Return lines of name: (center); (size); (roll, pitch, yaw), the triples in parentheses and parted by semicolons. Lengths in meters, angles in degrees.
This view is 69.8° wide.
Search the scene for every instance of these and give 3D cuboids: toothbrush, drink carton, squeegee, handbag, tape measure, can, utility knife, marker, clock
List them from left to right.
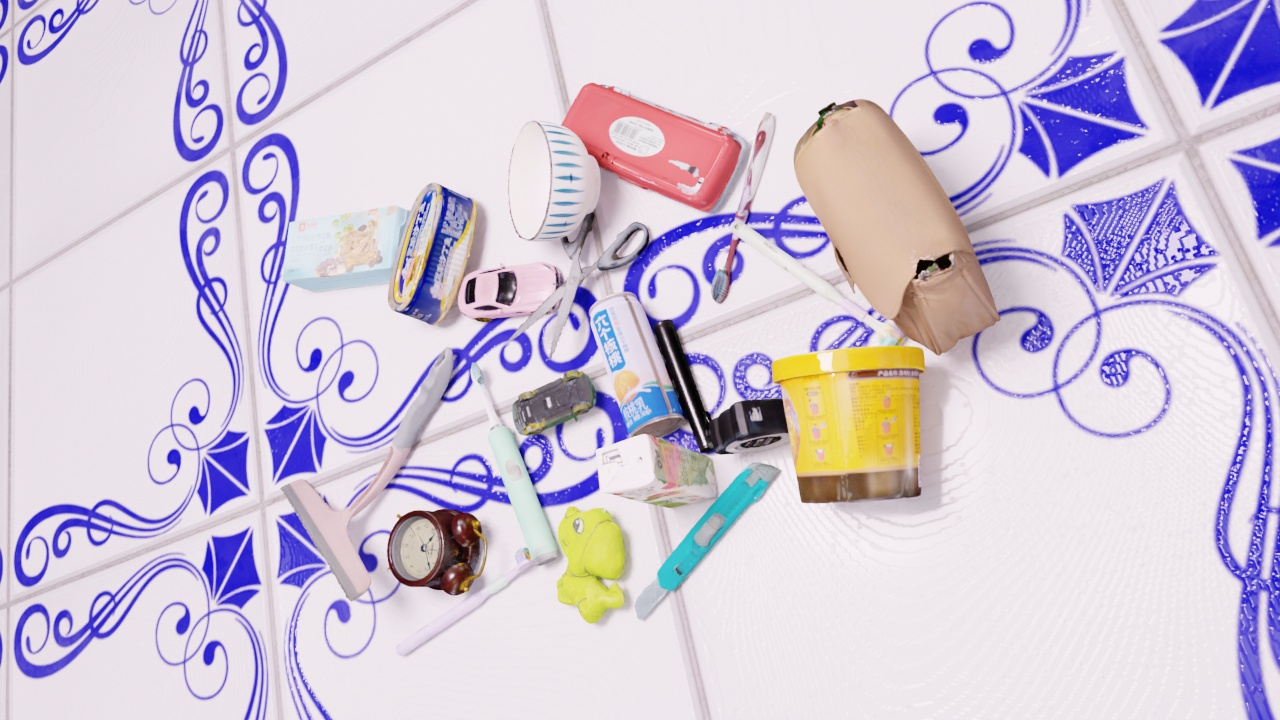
squeegee: (-0.265, 0.095, 0.980); (0.249, 0.040, 0.248); (-56, 40, -2)
can: (-0.224, -0.115, 0.987); (0.075, 0.049, 0.148); (4, 78, 50)
clock: (-0.198, 0.189, 0.914); (0.122, 0.055, 0.082); (3, 79, 31)
toothbrush: (-0.178, 0.243, 0.913); (0.189, 0.029, 0.021); (-38, 101, 17)
toothbrush: (-0.131, 0.099, 0.916); (0.026, 0.027, 0.224); (-18, 65, -16)
can: (-0.005, 0.005, 0.855); (0.053, 0.053, 0.134); (-28, 67, 20)
drink carton: (0.015, 0.095, 0.785); (0.054, 0.122, 0.045); (-19, 69, 25)
marker: (0.042, 0.022, 0.846); (0.022, 0.020, 0.132); (-35, 64, 34)
utility knife: (0.054, 0.159, 0.812); (0.029, 0.013, 0.187); (44, 100, 29)
toothbrush: (0.094, -0.144, 0.857); (0.016, 0.017, 0.187); (14, 86, 29)
tape measure: (0.098, 0.056, 0.781); (0.066, 0.066, 0.033); (137, 127, -60)
toothbrush: (0.151, -0.071, 0.803); (0.189, 0.020, 0.029); (40, 94, 24)
handbag: (0.195, -0.103, 0.720); (0.100, 0.147, 0.204); (-32, 61, 16)

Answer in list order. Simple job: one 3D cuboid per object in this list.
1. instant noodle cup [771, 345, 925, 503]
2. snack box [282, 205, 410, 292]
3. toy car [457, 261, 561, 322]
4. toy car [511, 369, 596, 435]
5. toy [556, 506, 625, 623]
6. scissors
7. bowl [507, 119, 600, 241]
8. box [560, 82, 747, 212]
instant noodle cup: (0.168, 0.052, 0.722); (0.119, 0.118, 0.114); (-8, 82, 26)
snack box: (-0.333, -0.127, 1.061); (0.175, 0.051, 0.074); (-3, 78, 27)
toy car: (-0.139, -0.072, 0.955); (0.123, 0.037, 0.056); (-5, 78, 26)
toy car: (-0.083, 0.043, 0.898); (0.091, 0.036, 0.043); (-25, 67, 22)
toy: (-0.045, 0.185, 0.849); (0.097, 0.031, 0.100); (30, 98, 30)
scissors: (-0.064, -0.085, 0.908); (0.178, 0.014, 0.159); (-24, 57, 8)
bowl: (-0.081, -0.174, 0.903); (0.117, 0.066, 0.116); (7, 98, 62)
box: (0.010, -0.215, 0.910); (0.201, 0.047, 0.086); (30, 93, 30)
